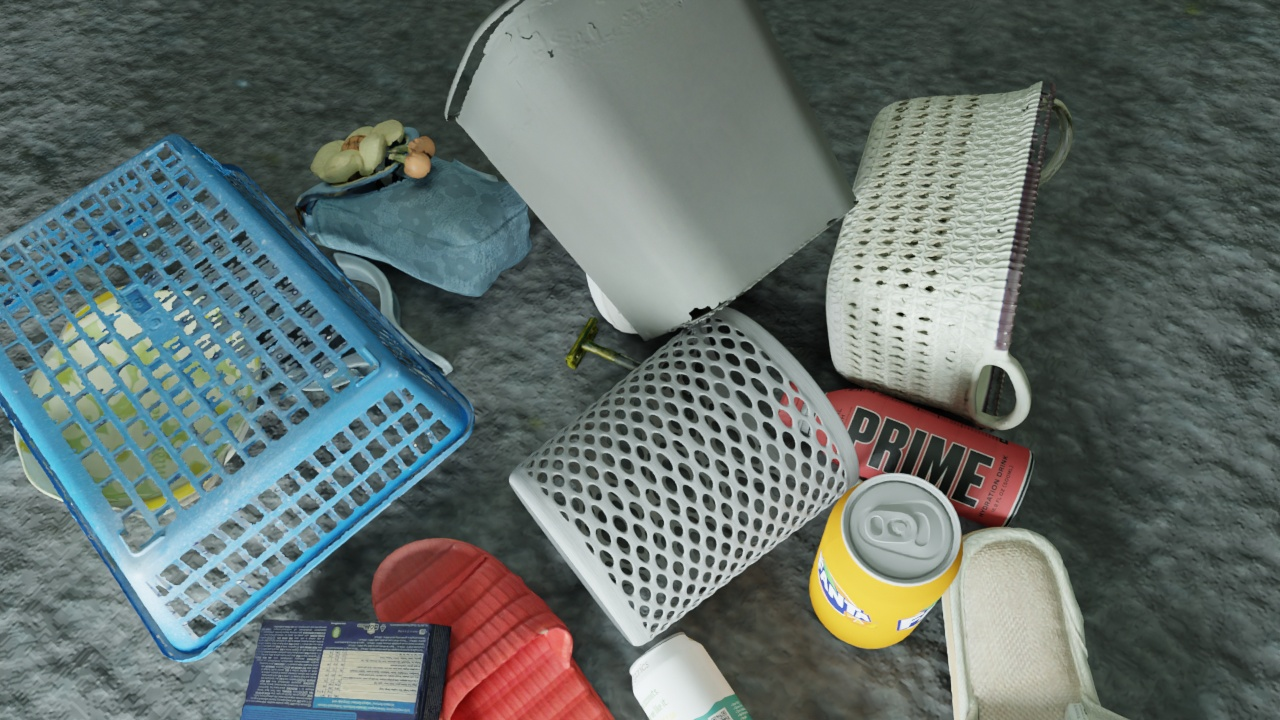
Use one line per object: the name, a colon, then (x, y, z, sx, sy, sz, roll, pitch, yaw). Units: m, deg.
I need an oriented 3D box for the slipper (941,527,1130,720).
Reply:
slipper: (0.249, 0.234, 0.562, 0.114, 0.054, 0.272, -8, 66, 4)

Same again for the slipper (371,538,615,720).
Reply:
slipper: (-0.092, 0.209, 0.609, 0.103, 0.059, 0.249, -40, 67, -16)

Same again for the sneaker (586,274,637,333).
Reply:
sneaker: (-0.030, -0.133, 0.786, 0.090, 0.105, 0.236, -2, 81, -39)

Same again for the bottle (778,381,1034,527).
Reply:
bottle: (0.186, 0.061, 0.665, 0.177, 0.062, 0.062, 22, 65, 16)

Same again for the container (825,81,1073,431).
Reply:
container: (0.229, -0.082, 0.679, 0.143, 0.185, 0.251, 10, 61, 20)

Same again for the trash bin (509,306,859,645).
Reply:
trash bin: (0.024, 0.079, 0.619, 0.183, 0.157, 0.156, -37, 64, -12)

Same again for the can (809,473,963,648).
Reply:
can: (0.153, 0.129, 0.583, 0.079, 0.143, 0.079, -2, 61, 3)

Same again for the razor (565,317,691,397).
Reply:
razor: (-0.004, 0.004, 0.737, 0.106, 0.026, 0.042, 24, 63, 12)

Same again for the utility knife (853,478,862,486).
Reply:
utility knife: (0.207, 0.138, 0.650, 0.147, 0.015, 0.022, 39, 64, 19)

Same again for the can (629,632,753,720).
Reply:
can: (0.039, 0.230, 0.588, 0.055, 0.055, 0.101, -31, 63, -13)

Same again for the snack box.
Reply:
snack box: (-0.195, 0.213, 0.601, 0.150, 0.027, 0.082, -6, 66, 26)

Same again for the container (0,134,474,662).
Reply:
container: (-0.329, -0.006, 0.662, 0.256, 0.089, 0.362, -41, 66, -17)

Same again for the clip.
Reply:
clip: (-0.230, -0.043, 0.778, 0.173, 0.031, 0.164, 5, 63, 7)

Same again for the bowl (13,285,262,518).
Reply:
bowl: (-0.383, 0.038, 0.727, 0.188, 0.060, 0.219, -31, 62, -12)

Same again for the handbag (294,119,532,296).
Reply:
handbag: (-0.189, -0.135, 0.769, 0.192, 0.119, 0.121, 22, 44, 19)

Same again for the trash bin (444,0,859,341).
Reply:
trash bin: (0.013, -0.151, 0.643, 0.197, 0.198, 0.220, -37, 97, -19)
